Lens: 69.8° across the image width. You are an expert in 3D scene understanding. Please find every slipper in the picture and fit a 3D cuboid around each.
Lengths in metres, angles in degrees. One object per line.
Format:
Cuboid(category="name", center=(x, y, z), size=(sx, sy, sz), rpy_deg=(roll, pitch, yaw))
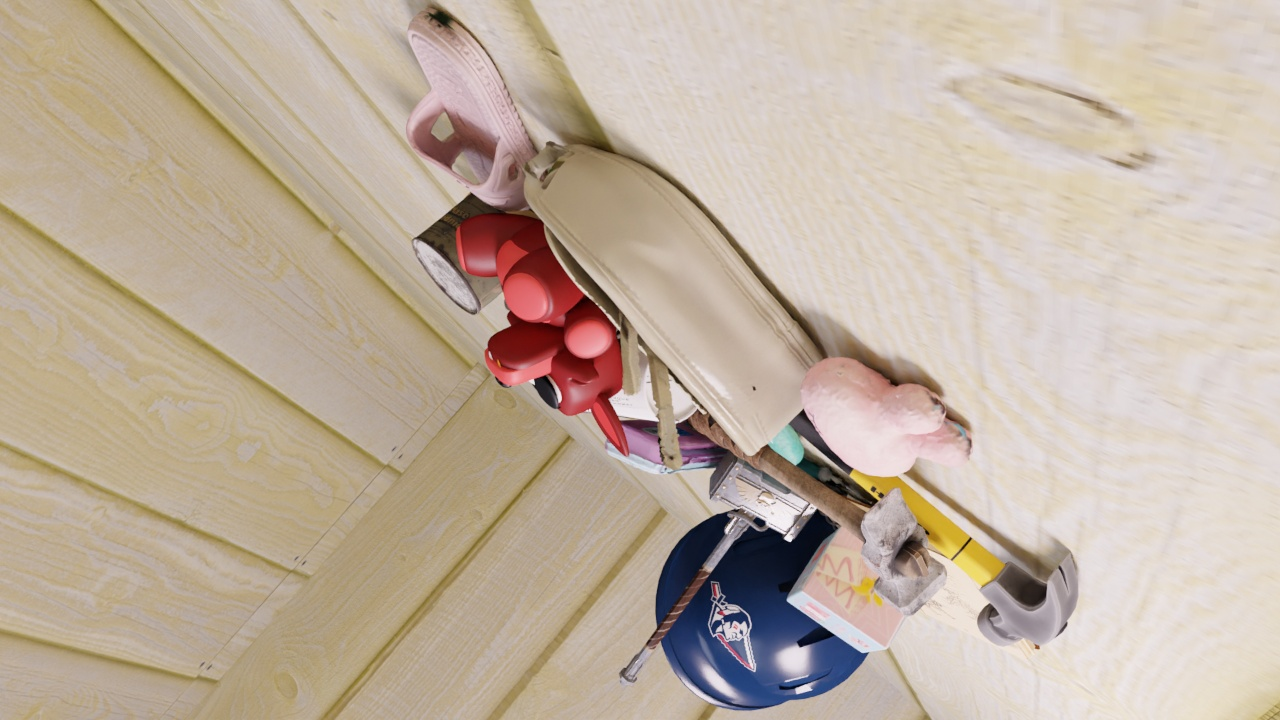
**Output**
Cuboid(category="slipper", center=(-0.135, -0.171, 0.716), size=(0.094, 0.064, 0.239), rpy_deg=(38, 169, 13))

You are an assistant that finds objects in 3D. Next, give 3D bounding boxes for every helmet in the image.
Cuboid(category="helmet", center=(0.150, 0.278, 1.051), size=(0.223, 0.272, 0.232), rpy_deg=(138, 115, -75))

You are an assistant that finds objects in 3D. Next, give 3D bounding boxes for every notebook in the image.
Cuboid(category="notebook", center=(0.283, 0.214, 0.906), size=(0.168, 0.024, 0.225), rpy_deg=(17, 156, 48))

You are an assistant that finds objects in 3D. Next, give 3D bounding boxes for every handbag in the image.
Cuboid(category="handbag", center=(0.006, -0.030, 0.653), size=(0.184, 0.132, 0.229), rpy_deg=(40, 172, 49))

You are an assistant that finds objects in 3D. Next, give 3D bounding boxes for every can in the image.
Cuboid(category="can", center=(-0.154, -0.100, 0.855), size=(0.090, 0.074, 0.090), rpy_deg=(40, 160, 18))

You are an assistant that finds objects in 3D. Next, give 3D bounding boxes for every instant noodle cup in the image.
Cuboid(category="instant noodle cup", center=(-0.005, 0.005, 0.885), size=(0.122, 0.123, 0.123), rpy_deg=(16, 156, 46))

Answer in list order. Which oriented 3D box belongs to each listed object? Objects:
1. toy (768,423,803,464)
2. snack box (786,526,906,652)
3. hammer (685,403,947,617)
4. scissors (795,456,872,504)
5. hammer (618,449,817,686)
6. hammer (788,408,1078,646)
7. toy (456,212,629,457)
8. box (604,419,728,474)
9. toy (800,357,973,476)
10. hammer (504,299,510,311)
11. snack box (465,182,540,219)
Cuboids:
Cuboid(category="toy", center=(0.125, 0.069, 0.897), size=(0.085, 0.033, 0.105), rpy_deg=(49, 174, 17))
Cuboid(category="snack box", center=(0.208, 0.225, 0.896), size=(0.095, 0.079, 0.093), rpy_deg=(34, 164, 12))
Cuboid(category="hammer", center=(0.126, 0.096, 0.790), size=(0.319, 0.049, 0.121), rpy_deg=(34, 160, 54))
Cuboid(category="scissors", center=(0.178, 0.114, 0.929), size=(0.138, 0.019, 0.136), rpy_deg=(39, 171, 9))
Cuboid(category="hammer", center=(0.057, 0.235, 0.963), size=(0.098, 0.323, 0.044), rpy_deg=(29, -157, -6))
Cuboid(category="hammer", center=(0.199, 0.101, 0.732), size=(0.324, 0.034, 0.170), rpy_deg=(41, 163, 18))
Cuboid(category="toy", center=(-0.075, -0.025, 0.776), size=(0.158, 0.120, 0.197), rpy_deg=(33, 144, 46))
Cuboid(category="box", center=(0.051, 0.087, 0.946), size=(0.076, 0.033, 0.213), rpy_deg=(22, -169, 35))
Cuboid(category="toy", center=(0.158, 0.039, 0.592), size=(0.105, 0.053, 0.108), rpy_deg=(1, 140, 52))
Cuboid(category="hammer", center=(-0.013, -0.004, 1.033), size=(0.331, 0.031, 0.119), rpy_deg=(28, -173, 39))
Cuboid(category="snack box", center=(-0.122, -0.122, 0.947), size=(0.126, 0.040, 0.088), rpy_deg=(33, 168, 39))
